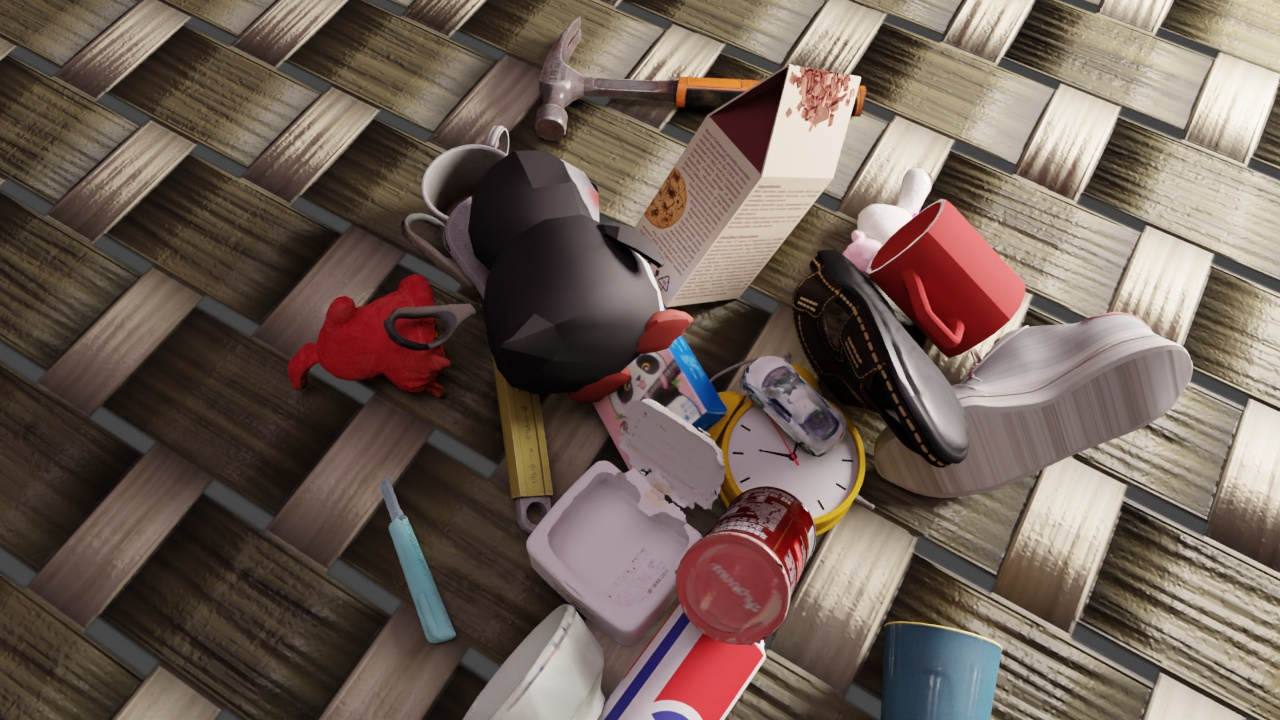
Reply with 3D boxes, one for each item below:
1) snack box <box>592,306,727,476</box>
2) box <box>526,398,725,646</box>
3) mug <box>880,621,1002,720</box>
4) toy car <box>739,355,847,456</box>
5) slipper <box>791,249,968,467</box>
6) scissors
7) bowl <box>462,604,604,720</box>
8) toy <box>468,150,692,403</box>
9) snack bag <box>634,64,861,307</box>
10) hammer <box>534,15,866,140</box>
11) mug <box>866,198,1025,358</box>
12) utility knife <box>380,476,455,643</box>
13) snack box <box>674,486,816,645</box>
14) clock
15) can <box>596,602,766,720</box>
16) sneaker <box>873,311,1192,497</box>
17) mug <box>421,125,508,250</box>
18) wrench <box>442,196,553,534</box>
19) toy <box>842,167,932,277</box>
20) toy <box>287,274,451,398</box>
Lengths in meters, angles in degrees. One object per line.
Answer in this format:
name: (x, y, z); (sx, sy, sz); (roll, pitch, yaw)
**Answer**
snack box: (-0.004, 0.004, 0.729); (0.088, 0.033, 0.154); (-44, 62, 27)
box: (0.001, 0.106, 0.650); (0.107, 0.132, 0.151); (38, 70, 15)
mug: (0.195, 0.245, 0.614); (0.078, 0.078, 0.121); (12, 69, 6)
toy car: (0.115, 0.031, 0.687); (0.038, 0.027, 0.090); (-43, 78, -14)
slipper: (0.165, -0.004, 0.687); (0.076, 0.113, 0.267); (-42, 23, 17)
scissors: (-0.143, -0.054, 0.748); (0.170, 0.013, 0.157); (-25, 82, -46)
bowl: (-0.064, 0.225, 0.606); (0.061, 0.118, 0.117); (41, 69, -1)
toy: (-0.073, -0.075, 0.675); (0.140, 0.159, 0.184); (3, 55, -47)
snack bag: (0.085, -0.141, 0.723); (0.094, 0.207, 0.070); (-11, 57, -45)
hammer: (0.060, -0.271, 0.898); (0.314, 0.035, 0.137); (3, 63, 1)
mug: (0.241, -0.059, 0.734); (0.096, 0.081, 0.116); (45, 41, -6)
utility knife: (-0.174, 0.148, 0.693); (0.022, 0.015, 0.141); (-31, 65, 6)
snack box: (0.075, 0.133, 0.616); (0.072, 0.121, 0.072); (3, 98, 18)
clock: (0.109, 0.067, 0.715); (0.113, 0.052, 0.152); (-24, 69, -12)
can: (0.022, 0.228, 0.621); (0.070, 0.070, 0.131); (34, 68, 16)
sneaker: (0.290, 0.026, 0.717); (0.236, 0.099, 0.089); (-20, 30, 9)
mug: (-0.139, -0.148, 0.813); (0.084, 0.071, 0.113); (17, 64, 9)
wrench: (-0.104, 0.001, 0.726); (0.083, 0.018, 0.273); (-1, 76, -32)
toy: (0.229, -0.113, 0.814); (0.122, 0.038, 0.079); (-36, 83, -16)
toy: (-0.217, -0.002, 0.737); (0.133, 0.088, 0.094); (-23, 76, -11)
